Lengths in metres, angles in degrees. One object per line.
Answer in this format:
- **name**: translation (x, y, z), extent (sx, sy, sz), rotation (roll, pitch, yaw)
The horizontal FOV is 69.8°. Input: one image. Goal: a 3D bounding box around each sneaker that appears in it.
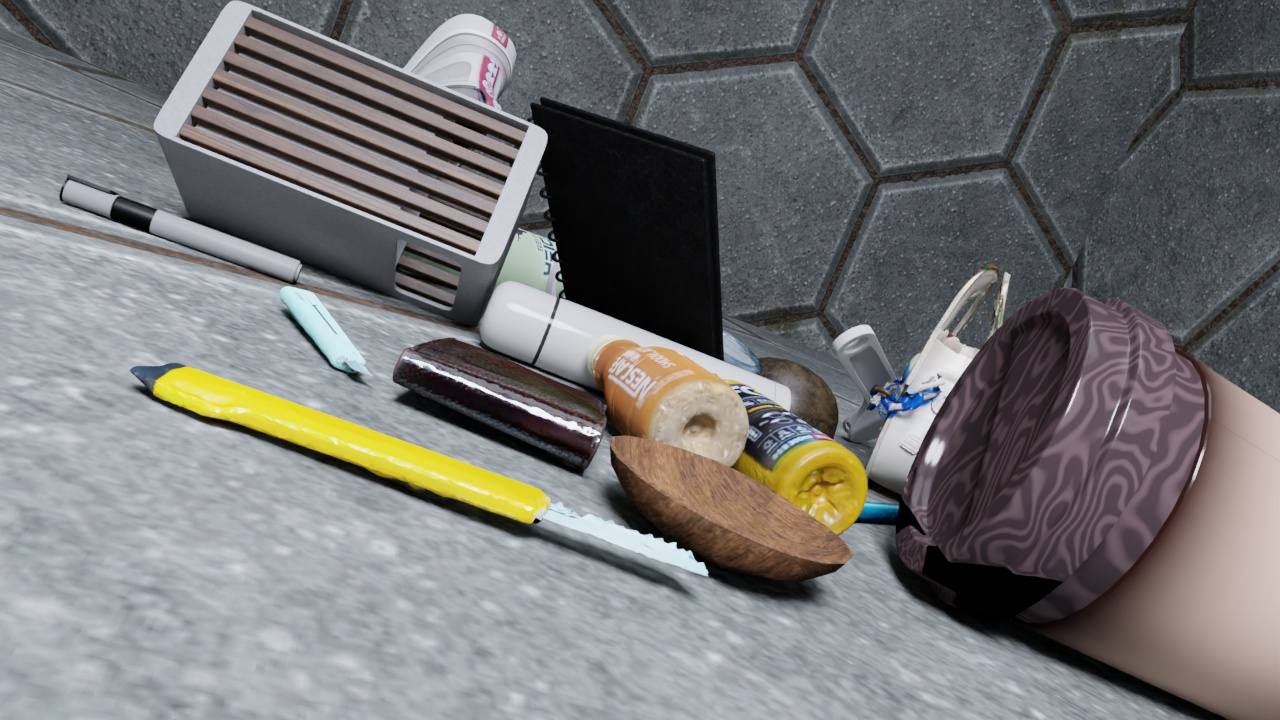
- **sneaker**: translation (-0.210, -0.177, 0.801), extent (0.096, 0.264, 0.128), rotation (39, 27, -37)

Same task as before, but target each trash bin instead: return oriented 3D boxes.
- **trash bin**: translation (-0.199, -0.134, 0.659), extent (0.229, 0.114, 0.115), rotation (21, -23, -8)

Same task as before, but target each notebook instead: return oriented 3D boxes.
- **notebook**: translation (-0.009, -0.072, 0.696), extent (0.169, 0.232, 0.019), rotation (27, 51, 33)

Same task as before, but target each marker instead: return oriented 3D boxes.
- **marker**: translation (-0.282, -0.080, 0.571), extent (0.140, 0.016, 0.016), rotation (20, 7, -16)

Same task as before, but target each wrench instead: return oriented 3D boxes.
- **wrench**: translation (0.212, 0.026, 0.862), extent (0.273, 0.087, 0.018), rotation (36, 26, -60)

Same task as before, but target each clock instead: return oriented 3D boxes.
- **clock**: translation (0.066, 0.011, 0.795), extent (0.090, 0.052, 0.129), rotation (22, 21, -34)

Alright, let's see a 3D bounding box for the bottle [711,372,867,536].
- **bottle**: translation (0.063, 0.045, 0.544), extent (0.053, 0.053, 0.186), rotation (19, 8, -23)

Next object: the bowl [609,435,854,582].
- **bowl**: translation (0.032, 0.068, 0.390), extent (0.102, 0.026, 0.114), rotation (17, 9, -40)

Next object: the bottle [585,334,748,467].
- **bottle**: translation (0.005, 0.018, 0.544), extent (0.059, 0.059, 0.167), rotation (19, 7, -24)

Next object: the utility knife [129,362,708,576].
- **utility knife**: translation (-0.073, 0.038, 0.319), extent (0.207, 0.018, 0.030), rotation (17, 13, -2)

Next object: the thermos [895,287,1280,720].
- **thermos**: translation (0.270, 0.088, 0.458), extent (0.226, 0.173, 0.172), rotation (29, 7, 1)

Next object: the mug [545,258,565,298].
- **mug**: translation (-0.046, -0.065, 0.890), extent (0.105, 0.089, 0.073), rotation (16, 10, -42)

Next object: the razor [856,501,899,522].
- **razor**: translation (0.139, 0.092, 0.578), extent (0.042, 0.022, 0.143), rotation (-17, -24, 35)

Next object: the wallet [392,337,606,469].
- **wallet**: translation (-0.065, 0.018, 0.467), extent (0.099, 0.031, 0.120), rotation (25, 4, -3)

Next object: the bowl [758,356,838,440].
- **bowl**: translation (0.146, 0.029, 0.913), extent (0.121, 0.056, 0.121), rotation (22, 7, -3)

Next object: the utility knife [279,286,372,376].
- **utility knife**: translation (-0.160, -0.013, 0.466), extent (0.022, 0.015, 0.120), rotation (18, 11, -40)

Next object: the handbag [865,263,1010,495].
- **handbag**: translation (0.244, 0.016, 0.749), extent (0.093, 0.199, 0.200), rotation (21, 4, 17)

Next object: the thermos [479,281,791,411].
- **thermos**: translation (-0.004, 0.004, 0.655), extent (0.224, 0.052, 0.052), rotation (21, 7, -9)

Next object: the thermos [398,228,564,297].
- **thermos**: translation (-0.130, -0.094, 0.925), extent (0.082, 0.082, 0.231), rotation (29, 9, 42)
